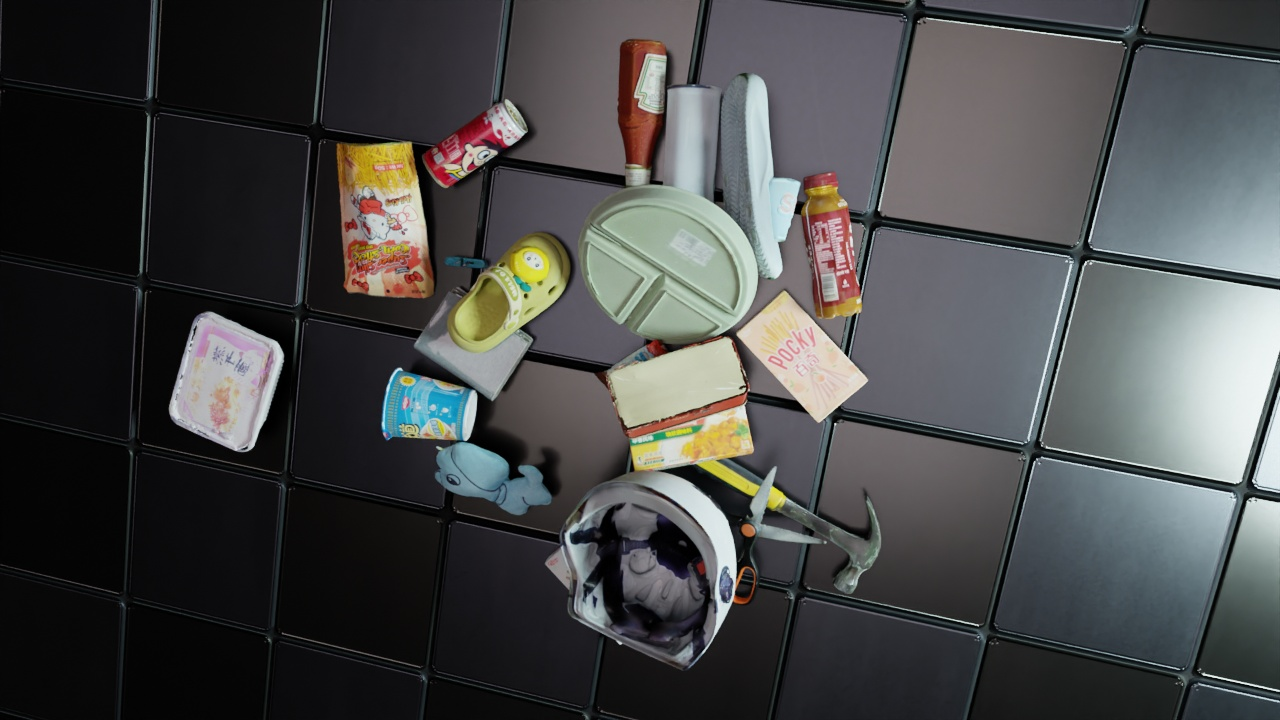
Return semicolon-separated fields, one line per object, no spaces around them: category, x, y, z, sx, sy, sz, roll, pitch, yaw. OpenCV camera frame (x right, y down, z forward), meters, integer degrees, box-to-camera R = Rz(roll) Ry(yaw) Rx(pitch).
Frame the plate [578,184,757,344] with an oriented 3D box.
plate;0.029;-0.109;1.129;0.230;0.027;0.231;11;133;12

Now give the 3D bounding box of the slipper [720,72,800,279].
slipper;0.147;-0.222;1.111;0.074;0.104;0.245;-10;104;-16

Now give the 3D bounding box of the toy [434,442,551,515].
toy;-0.209;0.159;1.252;0.162;0.049;0.156;-24;116;35

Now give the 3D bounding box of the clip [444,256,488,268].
clip;-0.234;-0.132;1.232;0.057;0.046;0.014;6;98;5

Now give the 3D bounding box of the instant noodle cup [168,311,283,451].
instant noodle cup;-0.576;0.027;1.300;0.138;0.060;0.173;23;101;6

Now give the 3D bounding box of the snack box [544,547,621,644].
snack box;-0.049;0.308;1.270;0.085;0.026;0.157;-43;91;14

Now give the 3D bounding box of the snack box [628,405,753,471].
snack box;0.062;0.095;1.186;0.156;0.027;0.077;-11;73;1

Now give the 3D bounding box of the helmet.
helmet;0.027;0.242;1.161;0.229;0.145;0.259;13;114;26

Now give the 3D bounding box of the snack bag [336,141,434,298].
snack bag;-0.346;-0.187;1.228;0.129;0.073;0.208;2;107;9

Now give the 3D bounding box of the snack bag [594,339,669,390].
snack bag;-0.007;0.007;1.207;0.104;0.026;0.048;-30;133;12

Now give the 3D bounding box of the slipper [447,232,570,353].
slipper;-0.170;-0.086;1.182;0.190;0.081;0.091;-44;91;-3

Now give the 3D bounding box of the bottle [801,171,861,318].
bottle;0.232;-0.141;1.128;0.057;0.057;0.175;-8;98;11

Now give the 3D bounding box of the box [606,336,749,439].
box;0.046;0.031;1.151;0.168;0.078;0.091;-17;73;-2

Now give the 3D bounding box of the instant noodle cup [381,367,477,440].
instant noodle cup;-0.282;0.067;1.242;0.110;0.099;0.099;9;101;-1

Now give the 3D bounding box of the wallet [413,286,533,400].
wallet;-0.223;-0.025;1.238;0.130;0.037;0.106;34;91;2

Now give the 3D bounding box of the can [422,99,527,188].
can;-0.214;-0.280;1.186;0.133;0.053;0.053;-30;93;13

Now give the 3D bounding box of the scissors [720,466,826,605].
scissors;0.127;0.220;1.200;0.221;0.021;0.231;24;121;17

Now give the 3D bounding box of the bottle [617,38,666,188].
bottle;-0.001;-0.291;1.146;0.060;0.059;0.206;5;104;9

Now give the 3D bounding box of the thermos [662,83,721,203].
thermos;0.063;-0.224;1.142;0.073;0.073;0.224;4;100;9

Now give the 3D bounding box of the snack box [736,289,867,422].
snack box;0.205;-0.005;1.172;0.084;0.026;0.157;-43;90;14

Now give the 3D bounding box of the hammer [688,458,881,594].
hammer;0.167;0.175;1.206;0.323;0.031;0.126;29;103;5
